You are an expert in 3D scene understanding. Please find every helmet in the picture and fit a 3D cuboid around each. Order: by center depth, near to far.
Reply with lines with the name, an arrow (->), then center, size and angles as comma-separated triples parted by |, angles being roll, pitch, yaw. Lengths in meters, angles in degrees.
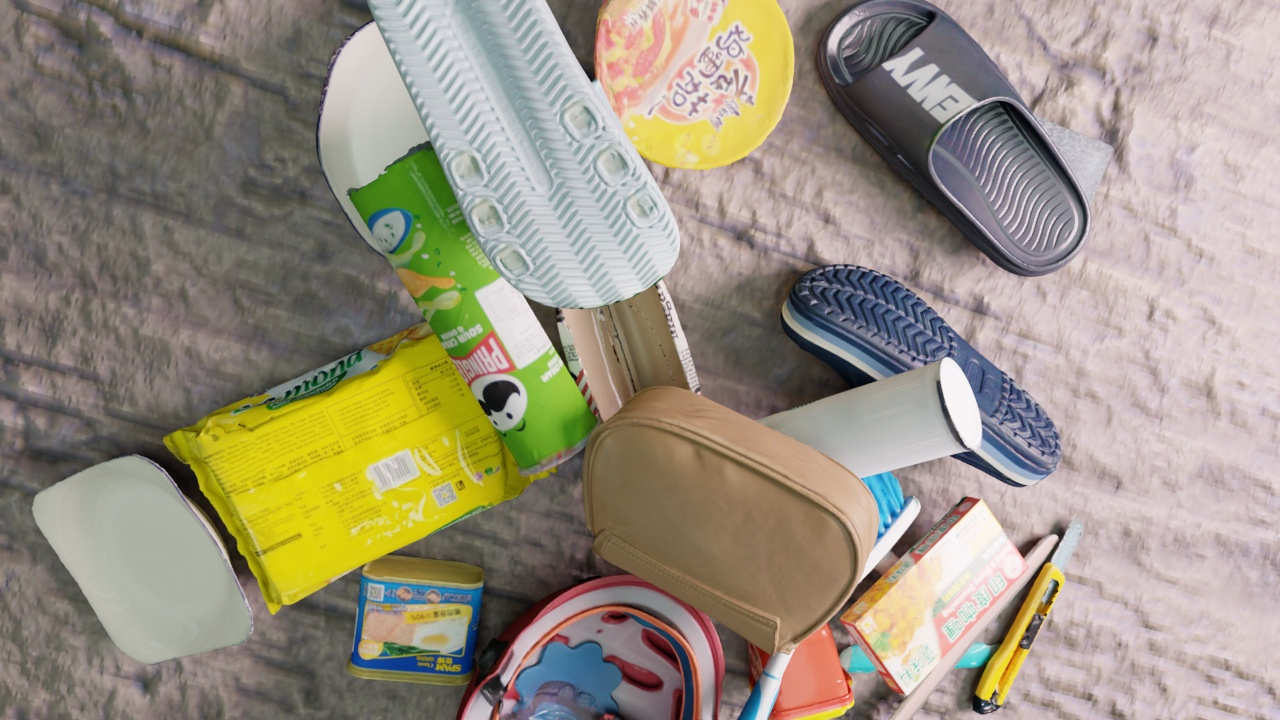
helmet -> -0.047, 0.279, 0.726 | 0.207, 0.144, 0.239 | 26, 77, -19

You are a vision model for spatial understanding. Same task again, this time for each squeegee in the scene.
squeegee -> 0.209, 0.174, 0.783 | 0.249, 0.040, 0.247 | 42, 87, -8

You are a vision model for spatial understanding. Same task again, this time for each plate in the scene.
plate -> -0.131, -0.164, 0.684 | 0.205, 0.045, 0.205 | -1, 99, -6
plate -> -0.365, 0.147, 0.691 | 0.165, 0.034, 0.163 | -18, 104, 26

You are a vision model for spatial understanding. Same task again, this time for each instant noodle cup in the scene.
instant noodle cup -> 0.030, -0.206, 0.663 | 0.138, 0.110, 0.138 | -1, 101, -7

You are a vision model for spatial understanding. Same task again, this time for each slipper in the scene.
slipper -> -0.066, -0.133, 0.508 | 0.104, 0.074, 0.245 | -26, 118, 6
slipper -> 0.252, -0.175, 0.697 | 0.111, 0.083, 0.268 | -43, 95, 6
slipper -> 0.217, 0.019, 0.739 | 0.253, 0.104, 0.095 | 34, 127, -2

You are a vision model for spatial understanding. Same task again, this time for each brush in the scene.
brush -> 0.108, 0.200, 0.704 | 0.314, 0.061, 0.109 | -41, 88, -17

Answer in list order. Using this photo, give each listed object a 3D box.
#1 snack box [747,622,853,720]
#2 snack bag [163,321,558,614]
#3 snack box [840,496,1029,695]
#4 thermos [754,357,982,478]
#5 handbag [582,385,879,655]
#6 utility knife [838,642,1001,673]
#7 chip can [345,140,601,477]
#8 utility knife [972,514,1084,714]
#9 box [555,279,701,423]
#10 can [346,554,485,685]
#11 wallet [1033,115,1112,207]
snack box -> 0.129, 0.249, 0.768 | 0.082, 0.091, 0.080 | -11, 94, -6
snack bag -> -0.201, 0.075, 0.693 | 0.246, 0.068, 0.158 | -25, 102, -12
snack box -> 0.243, 0.191, 0.754 | 0.155, 0.027, 0.077 | -39, 99, -16
thermos -> 0.135, 0.061, 0.694 | 0.225, 0.073, 0.073 | -22, 105, 34
handbag -> 0.059, 0.108, 0.651 | 0.204, 0.099, 0.148 | 27, 117, 16
utility knife -> 0.258, 0.266, 0.824 | 0.182, 0.013, 0.029 | 3, 102, -11
chip can -> -0.114, -0.034, 0.651 | 0.072, 0.072, 0.236 | -30, 104, -1
utility knife -> 0.350, 0.230, 0.821 | 0.033, 0.015, 0.202 | 21, 97, -24
box -> -0.003, 0.004, 0.713 | 0.087, 0.075, 0.162 | -14, 101, 26
can -> -0.178, 0.207, 0.738 | 0.102, 0.057, 0.083 | 8, 96, -9
wallet -> 0.321, -0.148, 0.757 | 0.121, 0.019, 0.097 | 17, 99, -11
